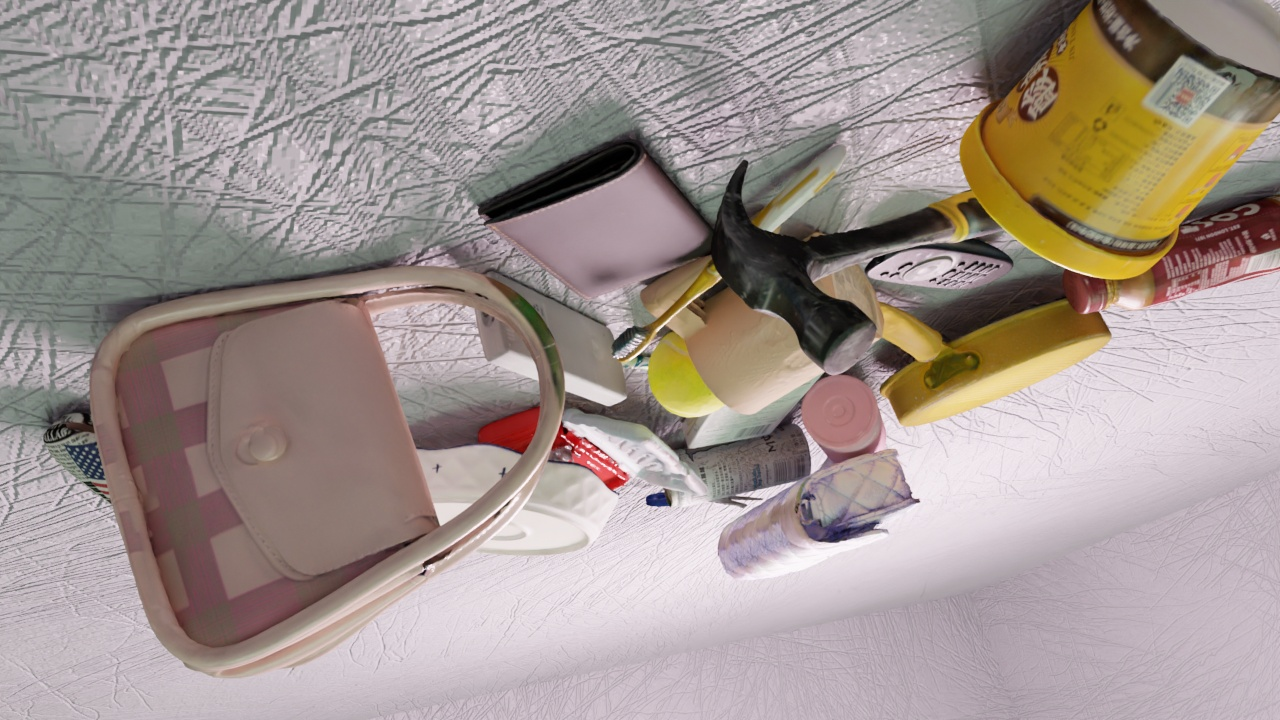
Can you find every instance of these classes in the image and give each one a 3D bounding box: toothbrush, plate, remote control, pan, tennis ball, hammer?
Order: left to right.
[{"bbox_3d":[-0.123,0.123,0.773,0.205,0.045,0.205,5,155,2],"label":"plate"},{"bbox_3d":[-0.054,-0.010,0.578,0.019,0.056,0.135,-25,155,23],"label":"remote control"},{"bbox_3d":[-0.004,0.004,0.686,0.016,0.018,0.191,-30,152,32],"label":"toothbrush"},{"bbox_3d":[0.038,0.008,0.661,0.065,0.065,0.065,-13,156,-6],"label":"tennis ball"},{"bbox_3d":[0.046,-0.059,0.539,0.018,0.016,0.192,15,131,-46],"label":"toothbrush"},{"bbox_3d":[0.207,-0.070,0.637,0.136,0.024,0.053,2,157,-38],"label":"remote control"},{"bbox_3d":[0.254,-0.012,0.755,0.198,0.078,0.356,-33,159,36],"label":"pan"},{"bbox_3d":[0.173,-0.080,0.496,0.322,0.126,0.032,-17,140,-31],"label":"hammer"}]

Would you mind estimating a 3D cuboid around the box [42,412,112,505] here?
[{"bbox_3d":[-0.309,0.087,0.603,0.069,0.052,0.164,-23,129,21],"label":"box"}]

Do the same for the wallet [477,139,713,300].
[{"bbox_3d":[-0.018,-0.072,0.510,0.096,0.020,0.122,-19,157,18],"label":"wallet"}]

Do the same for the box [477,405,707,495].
[{"bbox_3d":[-0.035,0.085,0.802,0.161,0.058,0.201,-6,159,17],"label":"box"}]

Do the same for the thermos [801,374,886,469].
[{"bbox_3d":[0.191,0.073,0.873,0.087,0.067,0.198,-48,159,0],"label":"thermos"}]

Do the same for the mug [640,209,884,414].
[{"bbox_3d":[0.080,-0.034,0.592,0.104,0.084,0.124,-33,124,33],"label":"mug"}]

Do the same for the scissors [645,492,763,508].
[{"bbox_3d":[0.077,0.142,0.967,0.173,0.012,0.132,-10,-178,32],"label":"scissors"}]

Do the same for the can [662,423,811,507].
[{"bbox_3d":[0.094,0.105,0.919,0.146,0.058,0.058,-11,156,-8],"label":"can"}]

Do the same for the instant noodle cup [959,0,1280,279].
[{"bbox_3d":[0.237,-0.119,0.443,0.118,0.118,0.115,-4,147,-23],"label":"instant noodle cup"}]

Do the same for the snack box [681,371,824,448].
[{"bbox_3d":[0.095,0.032,0.796,0.084,0.026,0.157,-8,155,-16],"label":"snack box"}]

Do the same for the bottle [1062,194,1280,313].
[{"bbox_3d":[0.418,-0.078,0.705,0.175,0.057,0.057,-16,157,2],"label":"bottle"}]

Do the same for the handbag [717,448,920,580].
[{"bbox_3d":[0.165,0.152,0.863,0.134,0.075,0.194,-13,161,-21],"label":"handbag"}]

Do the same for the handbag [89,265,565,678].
[{"bbox_3d":[-0.151,0.039,0.486,0.234,0.193,0.093,-23,163,-2],"label":"handbag"}]
